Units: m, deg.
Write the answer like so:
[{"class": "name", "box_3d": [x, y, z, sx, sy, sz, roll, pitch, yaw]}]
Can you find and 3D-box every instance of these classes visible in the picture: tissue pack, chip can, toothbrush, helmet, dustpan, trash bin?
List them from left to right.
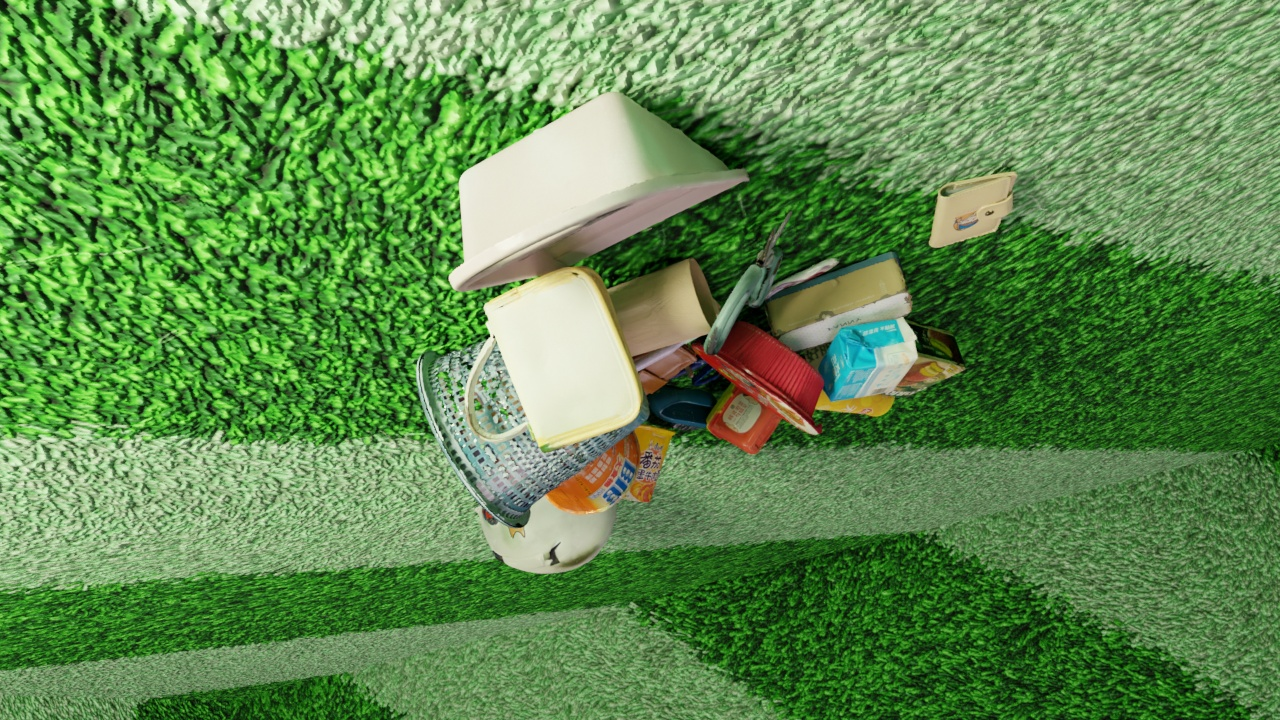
[{"class": "trash bin", "box_3d": [-0.106, 0.044, 1.029, 0.195, 0.226, 0.226, -29, 155, 6]}, {"class": "helmet", "box_3d": [-0.160, 0.298, 1.617, 0.275, 0.156, 0.229, -28, 152, 32]}, {"class": "dustpan", "box_3d": [-0.040, -0.104, 0.779, 0.223, 0.138, 0.273, -24, 154, 26]}, {"class": "toothbrush", "box_3d": [0.020, -0.007, 1.092, 0.189, 0.029, 0.021, -29, 169, 15]}, {"class": "toothbrush", "box_3d": [0.153, -0.077, 1.095, 0.188, 0.017, 0.016, -25, 154, 29]}, {"class": "chip can", "box_3d": [0.288, 0.042, 1.370, 0.213, 0.072, 0.072, 7, 150, -39]}, {"class": "tissue pack", "box_3d": [0.276, -0.001, 1.131, 0.090, 0.063, 0.140, -10, 157, -6]}]

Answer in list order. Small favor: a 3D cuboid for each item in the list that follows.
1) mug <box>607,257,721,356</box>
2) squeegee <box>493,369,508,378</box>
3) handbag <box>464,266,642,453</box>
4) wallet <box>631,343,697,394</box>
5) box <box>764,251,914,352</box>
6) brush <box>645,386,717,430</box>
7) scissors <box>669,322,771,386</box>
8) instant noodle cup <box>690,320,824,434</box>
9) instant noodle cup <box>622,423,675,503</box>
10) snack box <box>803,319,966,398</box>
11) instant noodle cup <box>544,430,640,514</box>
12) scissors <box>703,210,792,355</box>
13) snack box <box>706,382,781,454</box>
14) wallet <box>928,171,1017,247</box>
[{"class": "mug", "box_3d": [0.028, -0.051, 1.013, 0.104, 0.084, 0.124, -18, 162, 16]}, {"class": "squeegee", "box_3d": [-0.046, 0.039, 1.234, 0.248, 0.040, 0.250, -15, 158, 3]}, {"class": "handbag", "box_3d": [-0.099, 0.006, 0.912, 0.179, 0.163, 0.063, -21, -176, 9]}, {"class": "wallet", "box_3d": [-0.007, 0.007, 1.137, 0.131, 0.035, 0.119, -37, 127, 24]}, {"class": "box", "box_3d": [0.247, -0.069, 1.115, 0.184, 0.059, 0.090, -20, 157, 13]}, {"class": "brush", "box_3d": [0.065, 0.066, 1.330, 0.074, 0.055, 0.143, -29, 152, 36]}, {"class": "scissors", "box_3d": [0.109, -0.004, 1.250, 0.165, 0.012, 0.157, -15, 155, 3]}, {"class": "instant noodle cup", "box_3d": [0.157, 0.014, 1.139, 0.066, 0.194, 0.194, -53, 152, -2]}, {"class": "instant noodle cup", "box_3d": [-0.027, 0.139, 1.313, 0.138, 0.109, 0.138, 12, 177, 1]}, {"class": "snack box", "box_3d": [0.349, -0.005, 1.305, 0.239, 0.063, 0.115, 9, 149, -41]}, {"class": "instant noodle cup", "box_3d": [-0.087, 0.114, 1.188, 0.151, 0.151, 0.111, -18, 152, 12]}, {"class": "scissors", "box_3d": [0.112, -0.070, 0.968, 0.179, 0.019, 0.170, -54, 168, -18]}, {"class": "snack box", "box_3d": [0.152, 0.083, 1.327, 0.091, 0.080, 0.082, -54, 153, -2]}, {"class": "wallet", "box_3d": [0.363, -0.164, 1.000, 0.087, 0.024, 0.115, -17, 156, 6]}]
